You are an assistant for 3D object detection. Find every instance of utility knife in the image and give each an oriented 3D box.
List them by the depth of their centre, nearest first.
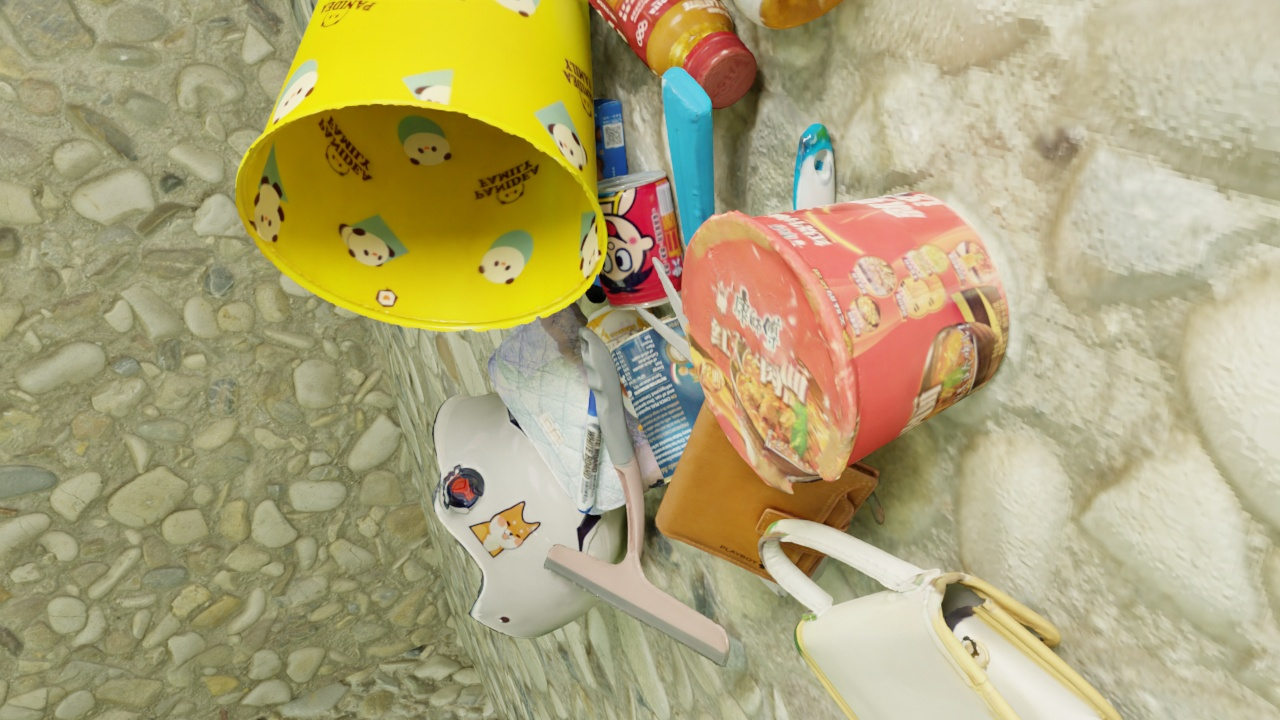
[{"bbox_3d":[0.038,-0.090,0.603,0.034,0.018,0.238,44,162,28],"label":"utility knife"}]

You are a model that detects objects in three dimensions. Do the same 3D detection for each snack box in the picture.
[{"bbox_3d":[-0.045,-0.141,0.775,0.085,0.026,0.157,21,126,43],"label":"snack box"}]

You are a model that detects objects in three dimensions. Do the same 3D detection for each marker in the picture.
[{"bbox_3d":[-0.042,0.075,0.794,0.017,0.016,0.146,49,140,45],"label":"marker"}]

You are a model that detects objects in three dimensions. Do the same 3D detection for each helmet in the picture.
[{"bbox_3d":[-0.097,0.148,0.977,0.229,0.157,0.274,5,-112,-71],"label":"helmet"}]

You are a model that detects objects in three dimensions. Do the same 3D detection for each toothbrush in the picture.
[{"bbox_3d":[0.070,0.152,0.786,0.180,0.016,0.016,36,142,55],"label":"toothbrush"}]

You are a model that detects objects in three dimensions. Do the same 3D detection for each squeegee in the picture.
[{"bbox_3d":[-0.017,0.089,0.746,0.248,0.040,0.250,13,116,51],"label":"squeegee"}]

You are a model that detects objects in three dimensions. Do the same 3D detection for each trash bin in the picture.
[{"bbox_3d":[-0.132,-0.186,0.643,0.230,0.229,0.254,111,164,-59],"label":"trash bin"}]

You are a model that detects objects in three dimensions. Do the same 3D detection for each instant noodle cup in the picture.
[{"bbox_3d":[0.099,-0.019,0.448,0.138,0.108,0.138,51,151,42],"label":"instant noodle cup"}]

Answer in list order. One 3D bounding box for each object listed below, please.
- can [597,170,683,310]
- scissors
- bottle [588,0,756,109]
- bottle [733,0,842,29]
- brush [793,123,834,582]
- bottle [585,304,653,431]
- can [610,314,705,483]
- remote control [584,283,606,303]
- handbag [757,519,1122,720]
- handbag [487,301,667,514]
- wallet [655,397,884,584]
[{"bbox_3d":[-0.004,-0.091,0.695,0.066,0.066,0.094,25,130,62],"label":"can"},{"bbox_3d":[0.048,0.014,0.591,0.162,0.012,0.164,17,119,54],"label":"scissors"},{"bbox_3d":[0.009,-0.220,0.568,0.175,0.057,0.058,55,154,32],"label":"bottle"},{"bbox_3d":[0.043,-0.253,0.444,0.189,0.068,0.068,66,158,13],"label":"bottle"},{"bbox_3d":[0.089,0.009,0.583,0.109,0.060,0.315,23,126,55],"label":"brush"},{"bbox_3d":[-0.005,0.005,0.782,0.108,0.063,0.063,68,159,8],"label":"bottle"},{"bbox_3d":[0.031,0.027,0.692,0.111,0.075,0.075,67,159,7],"label":"can"},{"bbox_3d":[-0.052,-0.120,0.846,0.053,0.024,0.136,7,116,61],"label":"remote control"},{"bbox_3d":[0.144,0.149,0.496,0.178,0.063,0.164,50,154,7],"label":"handbag"},{"bbox_3d":[-0.056,0.049,0.856,0.194,0.075,0.135,55,138,1],"label":"handbag"},{"bbox_3d":[0.078,0.084,0.555,0.119,0.035,0.131,26,137,8],"label":"wallet"}]
